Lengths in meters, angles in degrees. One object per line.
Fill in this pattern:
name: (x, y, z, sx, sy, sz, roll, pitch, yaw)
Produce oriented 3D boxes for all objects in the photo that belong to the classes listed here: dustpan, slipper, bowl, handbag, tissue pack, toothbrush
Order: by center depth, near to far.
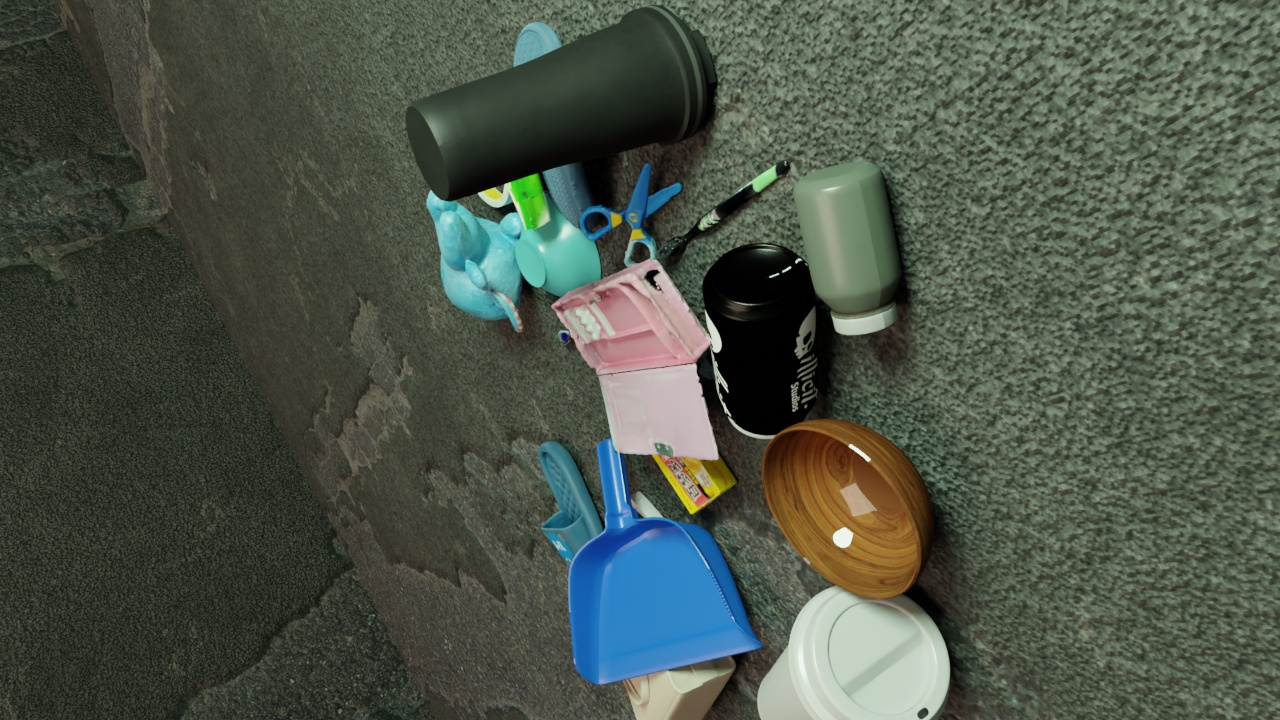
bowl: (0.171, 0.101, 0.706, 0.147, 0.068, 0.147, 35, 141, 35)
toothbrush: (0.062, -0.119, 0.750, 0.014, 0.017, 0.188, 57, 148, -2)
slipper: (-0.067, -0.210, 0.832, 0.103, 0.059, 0.214, 51, 162, 35)
tissue pack: (-0.120, -0.192, 0.903, 0.114, 0.034, 0.100, -118, 11, -50)
bowl: (-0.097, -0.109, 0.960, 0.121, 0.046, 0.121, 36, 140, 37)
dustpan: (-0.001, 0.207, 1.011, 0.246, 0.059, 0.257, -28, 61, 37)
handbag: (0.015, 0.331, 1.107, 0.197, 0.101, 0.195, 58, 151, 31)
slipper: (-0.090, 0.207, 1.179, 0.104, 0.059, 0.214, -1, 108, 61)

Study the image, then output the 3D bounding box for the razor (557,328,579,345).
razor: (-0.056, -0.031, 0.989, 0.141, 0.018, 0.044, -12, 104, 58)

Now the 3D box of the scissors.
scissors: (0.003, -0.123, 0.821, 0.097, 0.020, 0.133, 42, 140, -19)

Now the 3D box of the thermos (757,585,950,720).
thermos: (0.171, 0.284, 0.807, 0.131, 0.131, 0.222, 51, 155, 19)

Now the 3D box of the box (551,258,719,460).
box: (0.000, 0.003, 0.845, 0.180, 0.050, 0.233, 66, 158, -8)

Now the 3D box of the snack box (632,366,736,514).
snack box: (0.033, 0.078, 0.934, 0.152, 0.025, 0.075, 56, 149, 11)

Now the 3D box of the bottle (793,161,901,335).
bottle: (0.142, -0.075, 0.621, 0.060, 0.060, 0.108, 9, 121, 53)

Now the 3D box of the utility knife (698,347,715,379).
utility knife: (0.086, -0.030, 0.778, 0.029, 0.020, 0.187, 54, 147, 15)

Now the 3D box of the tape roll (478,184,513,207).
tape roll: (-0.163, -0.215, 1.003, 0.094, 0.019, 0.094, 35, 140, 37)

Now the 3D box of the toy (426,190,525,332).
toy: (-0.177, -0.126, 1.011, 0.183, 0.114, 0.181, 57, 171, 28)

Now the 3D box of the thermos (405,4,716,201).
thermos: (-0.060, -0.188, 0.688, 0.106, 0.218, 0.106, 47, 152, 36)

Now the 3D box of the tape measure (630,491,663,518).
tape measure: (0.005, 0.192, 1.071, 0.065, 0.016, 0.064, 43, 144, 29)

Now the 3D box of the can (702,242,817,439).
can: (0.094, -0.012, 0.700, 0.080, 0.080, 0.146, 36, 153, 37)
